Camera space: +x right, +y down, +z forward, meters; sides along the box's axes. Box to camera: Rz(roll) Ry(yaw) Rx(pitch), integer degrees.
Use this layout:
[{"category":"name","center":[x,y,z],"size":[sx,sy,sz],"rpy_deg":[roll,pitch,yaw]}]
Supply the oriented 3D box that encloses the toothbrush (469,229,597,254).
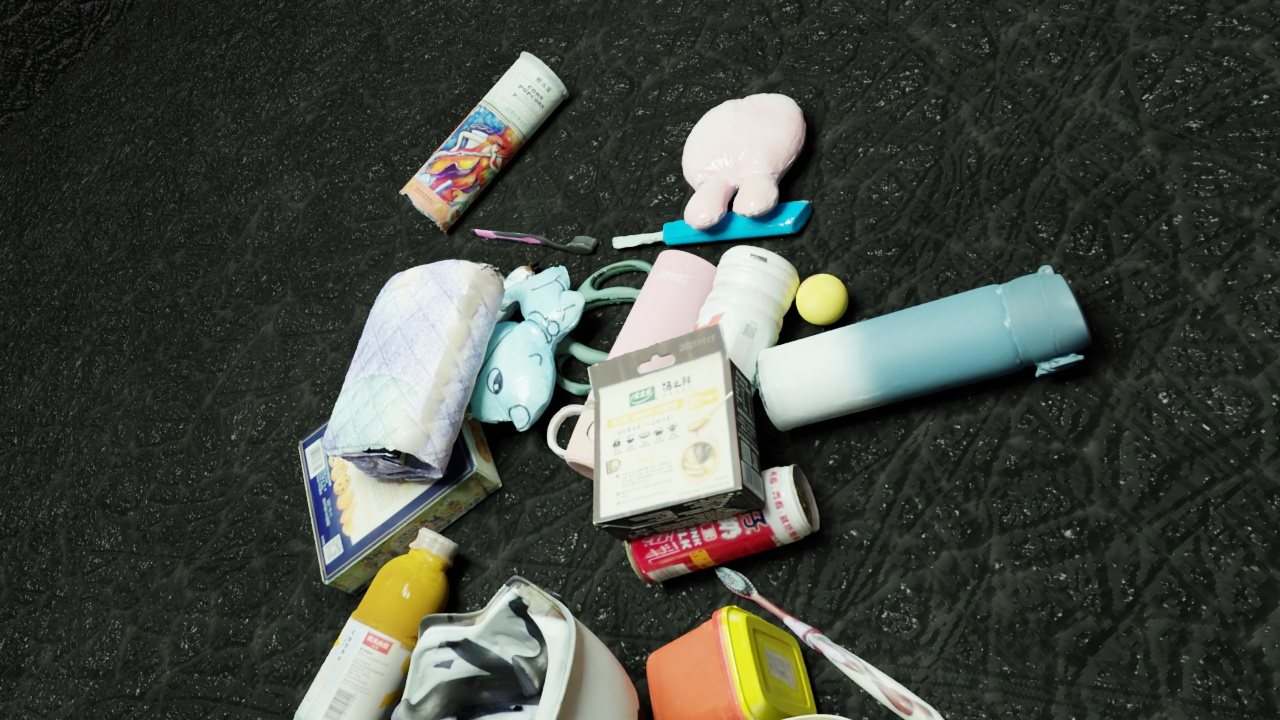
[{"category":"toothbrush","center":[-0.117,-0.130,0.967],"size":[0.189,0.014,0.017],"rpy_deg":[13,59,39]}]

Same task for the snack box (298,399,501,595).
[{"category":"snack box","center":[-0.234,0.098,0.873],"size":[0.183,0.046,0.177],"rpy_deg":[-36,48,8]}]

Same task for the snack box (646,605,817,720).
[{"category":"snack box","center":[0.055,0.207,0.582],"size":[0.080,0.091,0.082],"rpy_deg":[-29,49,24]}]

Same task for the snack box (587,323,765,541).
[{"category":"snack box","center":[0.022,0.053,0.652],"size":[0.113,0.053,0.125],"rpy_deg":[-18,53,24]}]

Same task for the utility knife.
[{"category":"utility knife","center":[0.057,-0.120,0.842],"size":[0.205,0.018,0.034],"rpy_deg":[-2,48,33]}]

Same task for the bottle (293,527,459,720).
[{"category":"bottle","center":[-0.211,0.230,0.755],"size":[0.068,0.068,0.189],"rpy_deg":[14,70,39]}]

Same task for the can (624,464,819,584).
[{"category":"can","center":[0.058,0.118,0.661],"size":[0.133,0.053,0.053],"rpy_deg":[-22,51,20]}]

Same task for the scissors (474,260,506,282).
[{"category":"scissors","center":[-0.199,-0.028,0.955],"size":[0.151,0.014,0.170],"rpy_deg":[-9,57,30]}]

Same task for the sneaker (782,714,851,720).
[{"category":"sneaker","center":[0.067,0.289,0.522],"size":[0.242,0.088,0.118],"rpy_deg":[-48,20,25]}]

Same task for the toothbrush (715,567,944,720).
[{"category":"toothbrush","center":[0.118,0.185,0.601],"size":[0.188,0.017,0.016],"rpy_deg":[29,80,43]}]

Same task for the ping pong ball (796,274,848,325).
[{"category":"ping pong ball","center":[0.143,-0.048,0.722],"size":[0.040,0.040,0.040],"rpy_deg":[-17,53,24]}]

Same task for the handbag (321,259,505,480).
[{"category":"handbag","center":[-0.199,0.009,0.822],"size":[0.134,0.075,0.193],"rpy_deg":[-8,58,41]}]

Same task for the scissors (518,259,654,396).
[{"category":"scissors","center":[-0.056,-0.023,0.853],"size":[0.175,0.019,0.175],"rpy_deg":[-14,55,24]}]

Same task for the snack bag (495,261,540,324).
[{"category":"snack bag","center":[-0.135,-0.059,0.917],"size":[0.104,0.026,0.048],"rpy_deg":[-54,4,-7]}]

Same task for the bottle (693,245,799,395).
[{"category":"bottle","center":[0.063,0.008,0.723],"size":[0.068,0.068,0.196],"rpy_deg":[12,71,38]}]

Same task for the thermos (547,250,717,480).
[{"category":"thermos","center":[-0.005,0.004,0.765],"size":[0.087,0.067,0.198],"rpy_deg":[19,73,26]}]

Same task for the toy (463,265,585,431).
[{"category":"toy","center":[-0.110,-0.009,0.839],"size":[0.156,0.050,0.161],"rpy_deg":[-42,46,6]}]

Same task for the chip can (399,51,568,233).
[{"category":"chip can","center":[-0.178,-0.247,1.046],"size":[0.214,0.071,0.071],"rpy_deg":[-49,47,-3]}]

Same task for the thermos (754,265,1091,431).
[{"category":"thermos","center":[0.193,-0.004,0.645],"size":[0.221,0.070,0.070],"rpy_deg":[-16,53,24]}]

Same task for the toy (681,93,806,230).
[{"category":"toy","center":[0.088,-0.180,0.834],"size":[0.121,0.054,0.159],"rpy_deg":[-7,51,31]}]

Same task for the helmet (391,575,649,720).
[{"category":"helmet","center":[-0.080,0.270,0.571],"size":[0.259,0.146,0.228],"rpy_deg":[-27,31,45]}]
